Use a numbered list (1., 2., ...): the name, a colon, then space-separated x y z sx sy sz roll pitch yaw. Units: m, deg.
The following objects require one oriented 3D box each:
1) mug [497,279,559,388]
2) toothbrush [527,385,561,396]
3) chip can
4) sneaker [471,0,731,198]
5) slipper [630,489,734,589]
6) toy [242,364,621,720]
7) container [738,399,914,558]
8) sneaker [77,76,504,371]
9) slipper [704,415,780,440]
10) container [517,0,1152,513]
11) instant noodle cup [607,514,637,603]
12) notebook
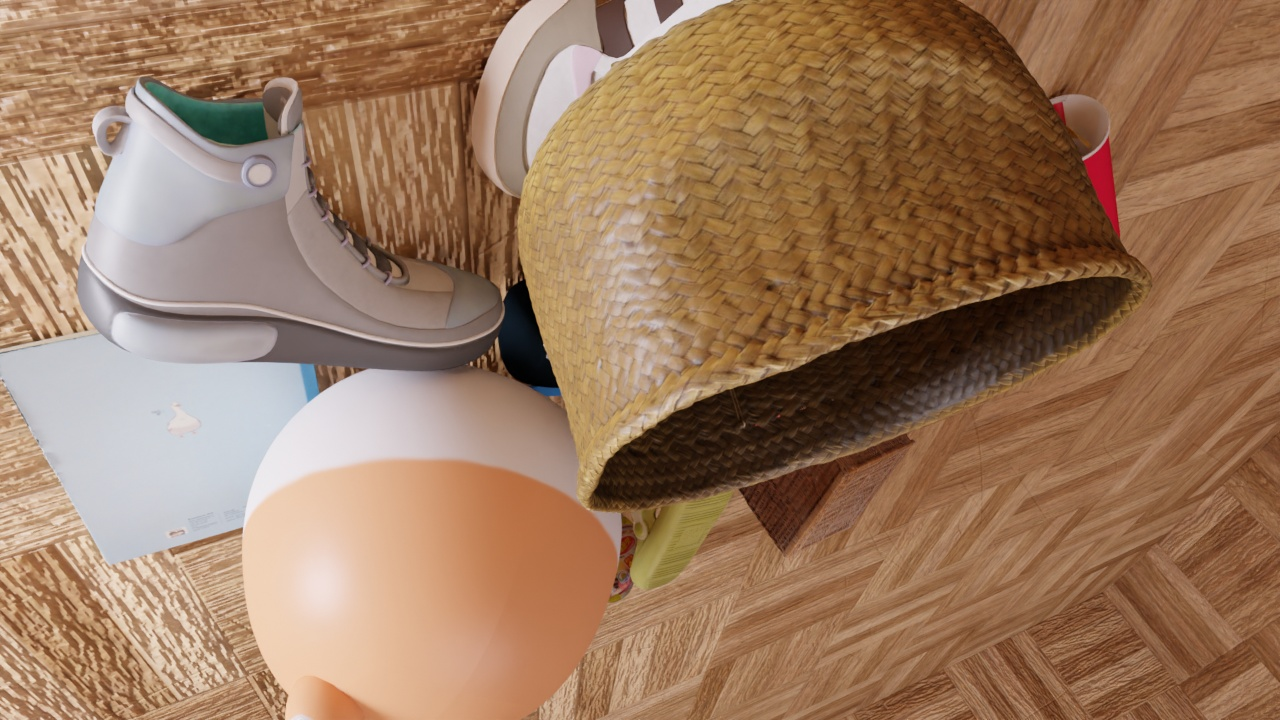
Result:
1. mug: -0.061 -0.017 0.713 0.094 0.085 0.122 0 166 -37
2. toothbrush: -0.070 0.028 0.815 0.166 0.014 0.016 -2 137 -37
3. chip can: 0.421 -0.165 0.886 0.069 0.069 0.220 -38 146 12
4. sneaker: 0.024 -0.183 0.514 0.294 0.116 0.111 -44 144 20
5. slipper: 0.033 0.150 0.949 0.091 0.081 0.191 -4 126 -43
6. toy: -0.149 0.144 0.656 0.262 0.280 0.267 27 132 -30
7. container: 0.210 0.123 1.065 0.112 0.113 0.199 -15 146 -29
8. sneaker: -0.177 -0.078 0.538 0.256 0.093 0.161 0 128 -39
9. slipper: 0.098 0.091 0.987 0.103 0.059 0.249 -10 143 -28
10. container: 0.081 -0.052 0.518 0.307 0.196 0.307 -15 161 -5
11. instant noodle cup: -0.042 0.230 1.041 0.100 0.100 0.112 -26 155 -6
12. notebook: -0.321 0.057 0.664 0.180 0.009 0.254 -14 143 -23
